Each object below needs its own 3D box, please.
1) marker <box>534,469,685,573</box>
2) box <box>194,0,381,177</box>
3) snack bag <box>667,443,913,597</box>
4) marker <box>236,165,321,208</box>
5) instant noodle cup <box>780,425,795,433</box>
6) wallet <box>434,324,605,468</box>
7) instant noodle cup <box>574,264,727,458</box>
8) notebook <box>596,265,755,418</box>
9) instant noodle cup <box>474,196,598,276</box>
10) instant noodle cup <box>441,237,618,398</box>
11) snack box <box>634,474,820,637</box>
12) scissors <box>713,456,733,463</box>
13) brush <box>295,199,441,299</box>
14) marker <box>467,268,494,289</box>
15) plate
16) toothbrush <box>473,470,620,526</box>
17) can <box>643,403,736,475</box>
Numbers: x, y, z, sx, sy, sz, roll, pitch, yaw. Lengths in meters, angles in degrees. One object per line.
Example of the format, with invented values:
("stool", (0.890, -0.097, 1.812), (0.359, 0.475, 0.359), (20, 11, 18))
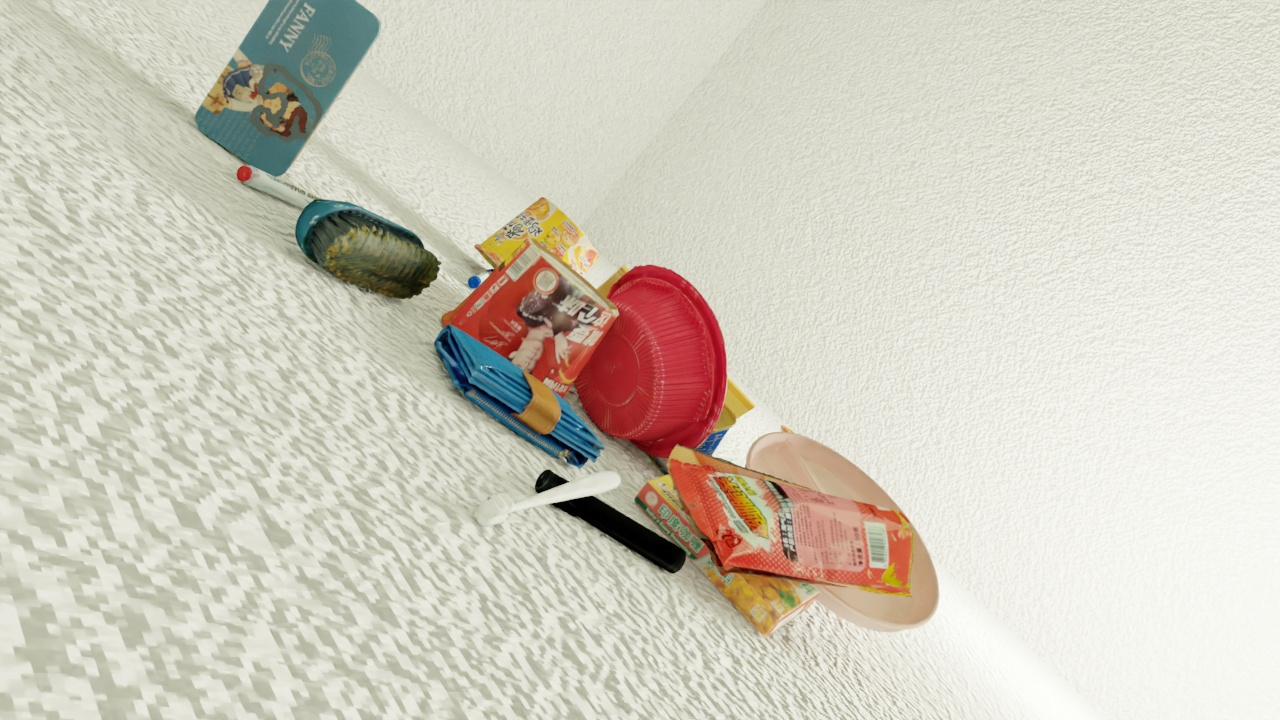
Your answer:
("marker", (-0.019, 0.115, 0.642), (0.132, 0.020, 0.022), (36, 24, -29))
("box", (-0.298, -0.254, 0.795), (0.089, 0.184, 0.063), (32, 12, -21))
("snack bag", (0.125, 0.138, 0.755), (0.207, 0.073, 0.128), (16, 32, -25))
("marker", (-0.292, -0.139, 0.793), (0.017, 0.017, 0.145), (43, 7, 19))
("instant noodle cup", (0.183, 0.164, 1.055), (0.151, 0.111, 0.151), (40, 7, -6))
("wallet", (-0.096, 0.026, 0.723), (0.133, 0.040, 0.106), (36, 4, -31))
("instant noodle cup", (-0.005, 0.005, 0.901), (0.065, 0.194, 0.194), (-8, 41, -40))
("notebook", (0.010, 0.007, 1.006), (0.206, 0.146, 0.010), (46, 44, -7))
("instant noodle cup", (-0.129, -0.137, 1.194), (0.138, 0.109, 0.138), (45, -4, 4))
("instant noodle cup", (-0.094, -0.037, 0.836), (0.138, 0.109, 0.138), (40, 7, -6))
("snack box", (0.072, 0.155, 0.765), (0.156, 0.027, 0.076), (43, 26, 24))
("scissors", (0.095, 0.152, 0.852), (0.170, 0.019, 0.174), (36, 23, 3))
("brush", (-0.219, -0.093, 0.724), (0.073, 0.055, 0.143), (43, 7, 17))
("marker", (-0.190, -0.099, 1.110), (0.017, 0.017, 0.145), (40, 6, -7))
("plate", (0.188, 0.162, 0.879), (0.229, 0.028, 0.229), (28, 30, -18))
("toothbrush", (-0.050, 0.082, 0.579), (0.016, 0.016, 0.180), (51, 17, 15))
("can", (0.039, 0.064, 0.955), (0.057, 0.083, 0.102), (-10, 48, -44))
